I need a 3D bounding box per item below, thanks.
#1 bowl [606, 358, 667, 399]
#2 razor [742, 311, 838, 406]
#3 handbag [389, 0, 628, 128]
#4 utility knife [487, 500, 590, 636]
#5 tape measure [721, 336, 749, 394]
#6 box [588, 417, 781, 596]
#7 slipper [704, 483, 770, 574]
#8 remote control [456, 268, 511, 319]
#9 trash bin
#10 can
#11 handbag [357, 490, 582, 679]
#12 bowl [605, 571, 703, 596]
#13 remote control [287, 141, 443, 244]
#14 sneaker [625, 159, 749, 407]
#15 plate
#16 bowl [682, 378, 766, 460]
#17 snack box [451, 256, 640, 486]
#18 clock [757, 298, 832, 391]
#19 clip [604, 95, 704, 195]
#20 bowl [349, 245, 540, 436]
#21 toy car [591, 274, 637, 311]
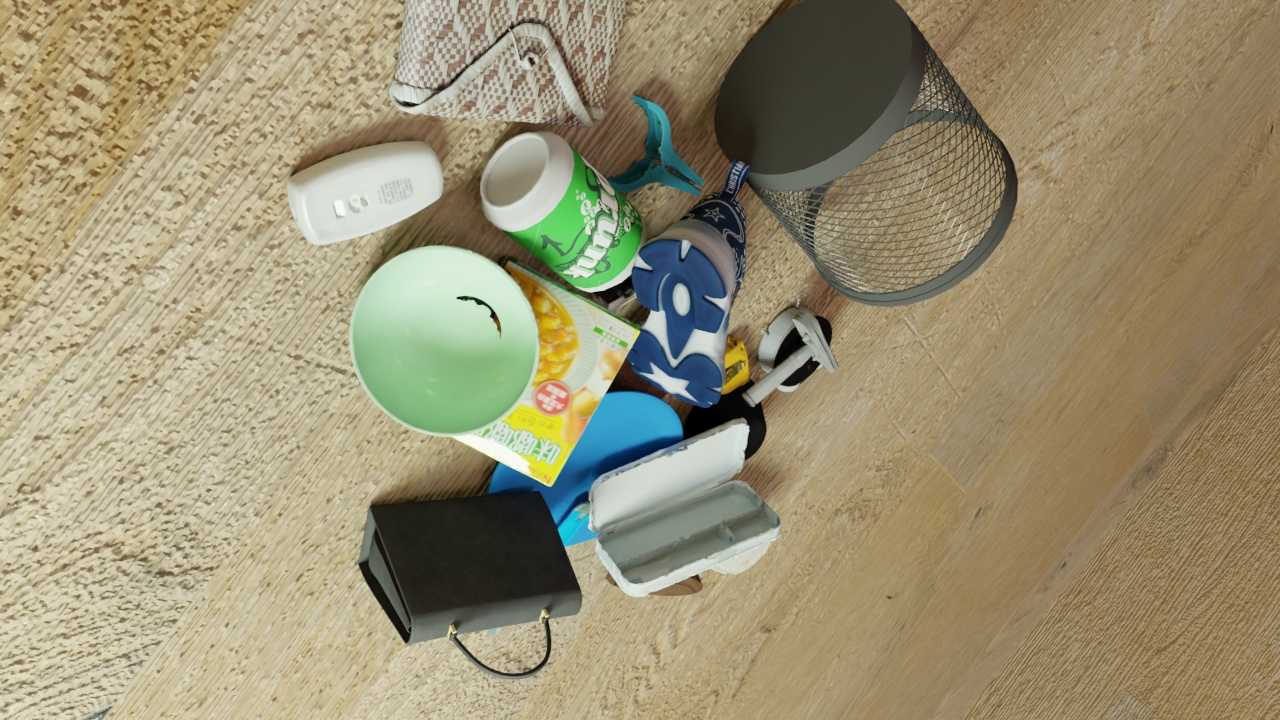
[{"bbox_3d":[-0.006,0.006,0.957,0.102,0.026,0.114,-52,140,1],"label":"bowl"},{"bbox_3d":[0.166,0.010,1.055,0.116,0.047,0.088,-40,138,-1],"label":"razor"},{"bbox_3d":[-0.089,-0.240,0.685,0.185,0.047,0.124,-7,123,-39],"label":"handbag"},{"bbox_3d":[-0.113,0.234,1.019,0.031,0.015,0.221,18,118,-39],"label":"utility knife"},{"bbox_3d":[0.096,0.009,1.050,0.058,0.030,0.068,-33,136,-23],"label":"tape measure"},{"bbox_3d":[0.053,0.163,0.992,0.210,0.105,0.129,-22,133,-24],"label":"box"},{"bbox_3d":[0.065,0.185,1.126,0.115,0.052,0.263,-45,127,9],"label":"slipper"},{"bbox_3d":[-0.155,-0.014,0.792,0.013,0.034,0.150,-69,-177,-79],"label":"remote control"},{"bbox_3d":[0.209,-0.197,0.866,0.227,0.218,0.218,33,95,-45],"label":"trash bin"},{"bbox_3d":[-0.062,-0.122,0.765,0.088,0.088,0.140,-52,139,2],"label":"can"},{"bbox_3d":[-0.141,0.214,0.839,0.175,0.195,0.072,0,121,-33],"label":"handbag"},{"bbox_3d":[0.019,0.258,1.127,0.119,0.119,0.032,44,45,-49],"label":"bowl"},{"bbox_3d":[-0.201,-0.127,0.680,0.114,0.028,0.060,-28,134,-25],"label":"remote control"},{"bbox_3d":[0.058,-0.061,0.860,0.132,0.103,0.270,-59,165,-27],"label":"sneaker"},{"bbox_3d":[-0.059,0.114,0.974,0.224,0.024,0.225,-18,136,-19],"label":"plate"},{"bbox_3d":[0.114,0.086,1.104,0.123,0.052,0.124,-23,132,-28],"label":"bowl"},{"bbox_3d":[-0.097,0.012,0.820,0.132,0.027,0.168,28,101,-8],"label":"snack box"},{"bbox_3d":[0.188,-0.011,1.115,0.094,0.035,0.123,-40,139,-13],"label":"clock"},{"bbox_3d":[0.011,-0.194,0.828,0.122,0.033,0.120,-19,127,-31],"label":"clip"},{"bbox_3d":[-0.150,-0.019,0.744,0.151,0.151,0.077,-60,-179,10],"label":"bowl"},{"bbox_3d":[0.001,-0.083,0.892,0.113,0.039,0.039,-32,157,-22],"label":"toy car"}]
